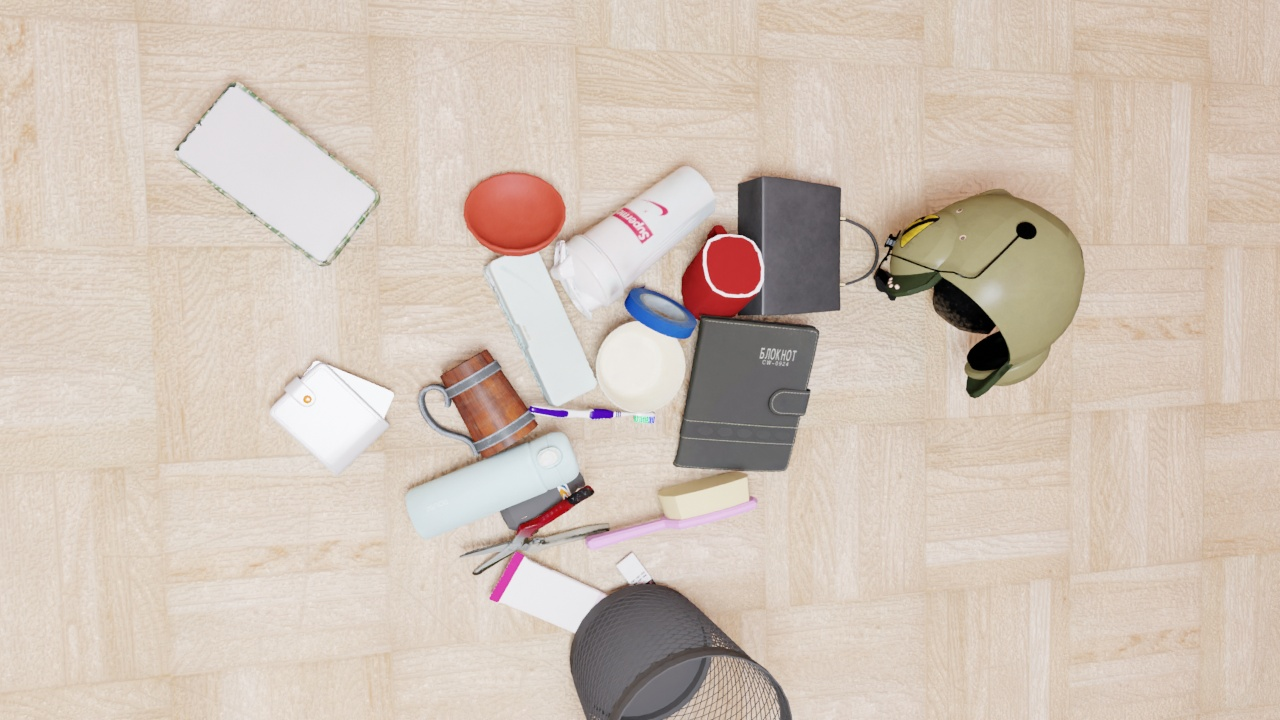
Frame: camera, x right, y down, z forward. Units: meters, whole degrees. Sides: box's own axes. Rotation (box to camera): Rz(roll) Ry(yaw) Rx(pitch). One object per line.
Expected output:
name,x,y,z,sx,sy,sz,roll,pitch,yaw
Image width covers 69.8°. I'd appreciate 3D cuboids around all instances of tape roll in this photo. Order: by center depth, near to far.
tape roll,0.025,-0.059,1.149,0.093,0.091,0.016,32,113,9

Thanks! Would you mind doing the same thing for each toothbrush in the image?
toothbrush,-0.057,0.068,1.154,0.186,0.015,0.016,5,95,-35

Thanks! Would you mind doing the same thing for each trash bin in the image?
trash bin,0.032,0.402,1.101,0.217,0.227,0.218,-3,101,-17

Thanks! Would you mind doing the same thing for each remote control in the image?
remote control,0.013,0.309,1.215,0.028,0.012,0.124,-37,102,-11

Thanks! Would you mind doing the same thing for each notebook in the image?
notebook,0.140,0.048,1.201,0.169,0.029,0.209,5,112,-13

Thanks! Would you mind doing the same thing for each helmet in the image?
helmet,0.433,-0.099,1.171,0.232,0.256,0.250,-44,104,-6

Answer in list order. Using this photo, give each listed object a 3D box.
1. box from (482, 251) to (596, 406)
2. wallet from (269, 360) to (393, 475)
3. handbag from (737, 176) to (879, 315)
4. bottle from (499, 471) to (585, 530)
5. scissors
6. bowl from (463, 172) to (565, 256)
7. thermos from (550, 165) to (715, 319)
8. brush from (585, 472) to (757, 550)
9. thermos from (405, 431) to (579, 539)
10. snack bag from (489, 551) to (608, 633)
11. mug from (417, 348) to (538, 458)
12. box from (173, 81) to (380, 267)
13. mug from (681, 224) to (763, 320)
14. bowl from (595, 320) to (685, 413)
box,-0.121,-0.043,1.142,0.083,0.067,0.199,-25,98,7
wallet,-0.359,0.056,1.088,0.115,0.037,0.118,-45,106,-9
handbag,0.234,-0.148,1.227,0.195,0.072,0.176,-1,93,-19
bottle,-0.122,0.173,1.153,0.112,0.047,0.047,-26,99,-11
scissors,-0.118,0.216,1.148,0.179,0.015,0.199,17,126,-43
bowl,-0.152,-0.171,1.114,0.122,0.035,0.121,3,60,-5
thermos,-0.010,-0.154,1.148,0.220,0.099,0.099,-40,102,-15
brush,0.037,0.192,1.176,0.228,0.089,0.043,-13,91,-14
thermos,-0.175,0.149,1.107,0.207,0.078,0.065,-22,78,-1
snack bag,-0.093,0.311,1.175,0.196,0.016,0.070,29,89,-22
mug,-0.202,0.059,1.116,0.117,0.081,0.111,-29,97,7
box,-0.413,-0.211,1.054,0.205,0.050,0.117,37,86,-14
mug,0.101,-0.118,1.167,0.080,0.097,0.116,0,74,-14
bowl,-0.007,0.007,1.167,0.115,0.062,0.115,-1,93,-16
